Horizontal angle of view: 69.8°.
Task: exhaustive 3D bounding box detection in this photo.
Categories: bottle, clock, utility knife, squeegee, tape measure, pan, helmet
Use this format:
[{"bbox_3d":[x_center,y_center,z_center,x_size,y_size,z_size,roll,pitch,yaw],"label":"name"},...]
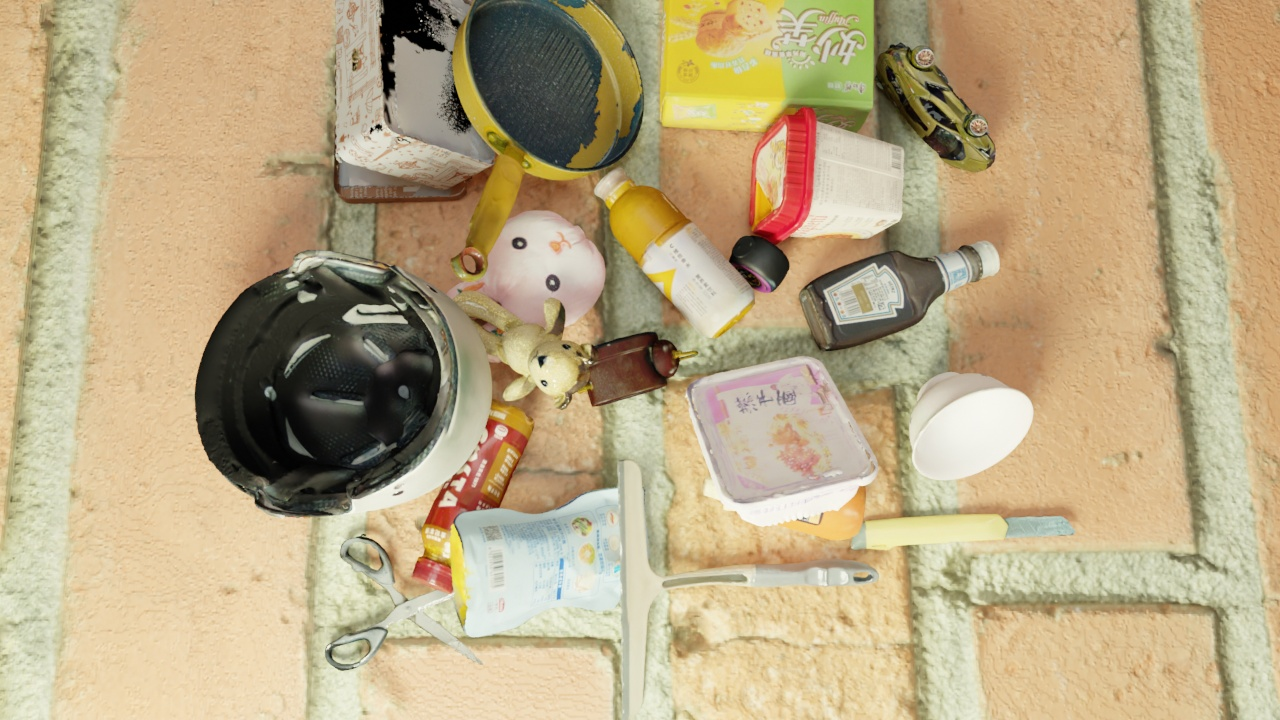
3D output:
[{"bbox_3d":[0.029,-0.108,0.891,0.068,0.068,0.189,-41,84,-8],"label":"bottle"},{"bbox_3d":[-0.005,0.005,0.865,0.122,0.082,0.055,-16,86,0],"label":"clock"},{"bbox_3d":[0.309,0.163,0.879,0.216,0.022,0.031,-4,81,5],"label":"utility knife"},{"bbox_3d":[0.133,0.128,0.862,0.149,0.067,0.066,7,80,7],"label":"bottle"},{"bbox_3d":[0.099,0.203,0.858,0.246,0.039,0.246,-2,98,-8],"label":"squeegee"},{"bbox_3d":[0.117,-0.096,0.898,0.058,0.057,0.039,34,80,13],"label":"tape measure"},{"bbox_3d":[0.258,-0.072,0.905,0.195,0.044,0.080,-19,82,-5],"label":"bottle"},{"bbox_3d":[-0.102,-0.207,0.831,0.197,0.078,0.356,35,61,-25],"label":"pan"},{"bbox_3d":[-0.155,0.123,0.839,0.057,0.057,0.174,21,70,2],"label":"bottle"},{"bbox_3d":[-0.241,0.028,0.812,0.275,0.156,0.230,-2,77,29],"label":"helmet"}]

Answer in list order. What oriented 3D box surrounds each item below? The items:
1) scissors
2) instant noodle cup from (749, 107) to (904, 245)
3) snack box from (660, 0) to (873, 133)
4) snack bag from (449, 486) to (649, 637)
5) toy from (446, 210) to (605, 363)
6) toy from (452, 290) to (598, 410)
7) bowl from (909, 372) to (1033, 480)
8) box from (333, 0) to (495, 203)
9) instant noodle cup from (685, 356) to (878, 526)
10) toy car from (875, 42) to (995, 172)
[{"bbox_3d":[-0.216,0.224,0.846,0.179,0.014,0.159,-27,77,2],"label":"scissors"},{"bbox_3d":[0.181,-0.170,0.890,0.124,0.116,0.116,7,81,-12],"label":"instant noodle cup"},{"bbox_3d":[0.127,-0.318,0.928,0.210,0.070,0.157,3,80,-1],"label":"snack box"},{"bbox_3d":[-0.074,0.177,0.825,0.190,0.039,0.110,-4,78,-31],"label":"snack bag"},{"bbox_3d":[-0.113,-0.071,0.892,0.159,0.054,0.121,-42,83,0],"label":"toy"},{"bbox_3d":[-0.112,-0.016,0.835,0.157,0.066,0.105,28,90,26],"label":"toy"},{"bbox_3d":[0.300,0.050,0.868,0.118,0.118,0.064,-15,42,-4],"label":"bowl"},{"bbox_3d":[-0.238,-0.255,0.899,0.175,0.151,0.182,-15,73,39],"label":"box"},{"bbox_3d":[0.123,0.078,0.832,0.138,0.060,0.173,-12,37,-4],"label":"instant noodle cup"},{"bbox_3d":[0.296,-0.251,0.922,0.042,0.070,0.158,-38,83,-7],"label":"toy car"}]
